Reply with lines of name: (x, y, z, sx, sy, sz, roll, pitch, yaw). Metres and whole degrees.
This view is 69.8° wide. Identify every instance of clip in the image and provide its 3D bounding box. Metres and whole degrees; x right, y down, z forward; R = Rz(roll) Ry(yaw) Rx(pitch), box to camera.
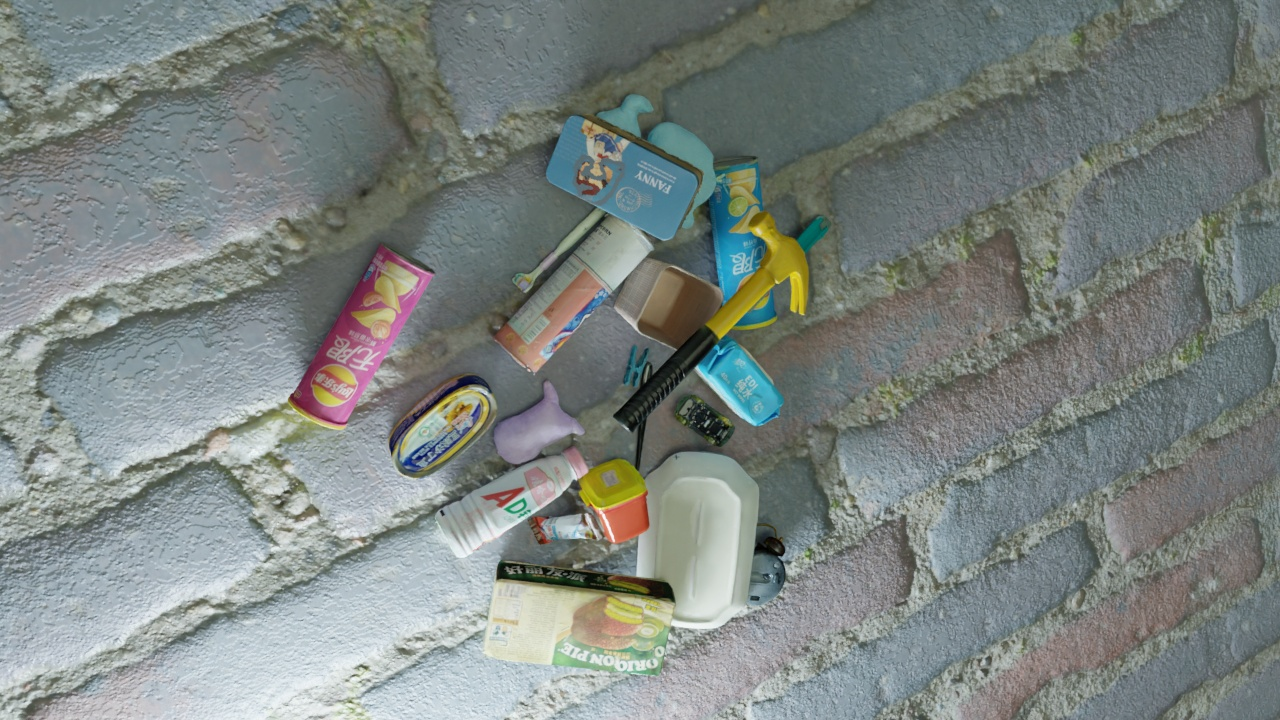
clip: (-0.007, 0.008, 1.197, 0.042, 0.014, 0.056, 15, 99, -23)

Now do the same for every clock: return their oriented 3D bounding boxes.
clock: (0.165, 0.292, 1.320, 0.082, 0.055, 0.122, 10, 101, -21)

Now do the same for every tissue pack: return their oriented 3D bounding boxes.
tissue pack: (0.123, 0.019, 1.203, 0.063, 0.090, 0.140, -44, 115, -3)

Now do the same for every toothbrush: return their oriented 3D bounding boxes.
toothbrush: (0.003, 0.090, 1.224, 0.015, 0.018, 0.181, 1, 104, -17)
toothbrush: (-0.080, -0.154, 1.120, 0.189, 0.029, 0.020, -43, 157, -4)

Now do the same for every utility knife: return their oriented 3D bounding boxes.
utility knife: (0.192, -0.127, 1.176, 0.215, 0.013, 0.029, -47, 116, -32)

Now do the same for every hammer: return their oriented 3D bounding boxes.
hammer: (0.083, -0.030, 1.083, 0.300, 0.033, 0.129, -45, 115, -3)

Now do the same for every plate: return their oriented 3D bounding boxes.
plate: (0.077, 0.255, 1.256, 0.162, 0.034, 0.266, 6, 104, 2)

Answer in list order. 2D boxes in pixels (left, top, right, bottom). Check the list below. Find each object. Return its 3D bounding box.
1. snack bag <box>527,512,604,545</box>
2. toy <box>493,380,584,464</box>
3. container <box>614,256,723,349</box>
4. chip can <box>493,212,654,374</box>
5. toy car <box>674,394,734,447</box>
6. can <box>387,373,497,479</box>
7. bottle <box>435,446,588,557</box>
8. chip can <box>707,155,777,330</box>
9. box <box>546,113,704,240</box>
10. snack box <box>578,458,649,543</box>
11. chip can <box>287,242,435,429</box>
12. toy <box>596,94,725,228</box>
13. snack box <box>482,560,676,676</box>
snack bag: (-0.098, 0.219, 1.197, 0.026, 0.104, 0.048, -52, 125, -47)
toy: (-0.137, 0.086, 1.161, 0.108, 0.039, 0.084, -32, 96, -4)
container: (0.030, -0.074, 1.131, 0.090, 0.111, 0.090, 23, 97, -24)
chip can: (-0.081, -0.083, 1.111, 0.214, 0.071, 0.071, -46, 115, -1)
toy car: (0.085, 0.080, 1.238, 0.091, 0.036, 0.043, 36, 93, -26)
can: (-0.240, 0.080, 1.115, 0.148, 0.049, 0.074, -41, 115, -5)
bottle: (-0.160, 0.173, 1.164, 0.196, 0.068, 0.068, -30, 113, -12)
chip can: (0.128, -0.148, 1.166, 0.071, 0.071, 0.210, -14, 110, -15)
box: (-0.012, -0.210, 1.055, 0.184, 0.061, 0.090, 27, 112, 8)
snack box: (-0.033, 0.186, 1.201, 0.082, 0.091, 0.080, -20, 118, -14)
chip can: (-0.316, -0.028, 1.044, 0.071, 0.071, 0.210, 30, 94, -25)
toy: (0.022, -0.237, 1.098, 0.156, 0.049, 0.161, -2, 100, 7)
snack box: (-0.081, 0.342, 1.217, 0.240, 0.063, 0.114, 8, 103, -9)
